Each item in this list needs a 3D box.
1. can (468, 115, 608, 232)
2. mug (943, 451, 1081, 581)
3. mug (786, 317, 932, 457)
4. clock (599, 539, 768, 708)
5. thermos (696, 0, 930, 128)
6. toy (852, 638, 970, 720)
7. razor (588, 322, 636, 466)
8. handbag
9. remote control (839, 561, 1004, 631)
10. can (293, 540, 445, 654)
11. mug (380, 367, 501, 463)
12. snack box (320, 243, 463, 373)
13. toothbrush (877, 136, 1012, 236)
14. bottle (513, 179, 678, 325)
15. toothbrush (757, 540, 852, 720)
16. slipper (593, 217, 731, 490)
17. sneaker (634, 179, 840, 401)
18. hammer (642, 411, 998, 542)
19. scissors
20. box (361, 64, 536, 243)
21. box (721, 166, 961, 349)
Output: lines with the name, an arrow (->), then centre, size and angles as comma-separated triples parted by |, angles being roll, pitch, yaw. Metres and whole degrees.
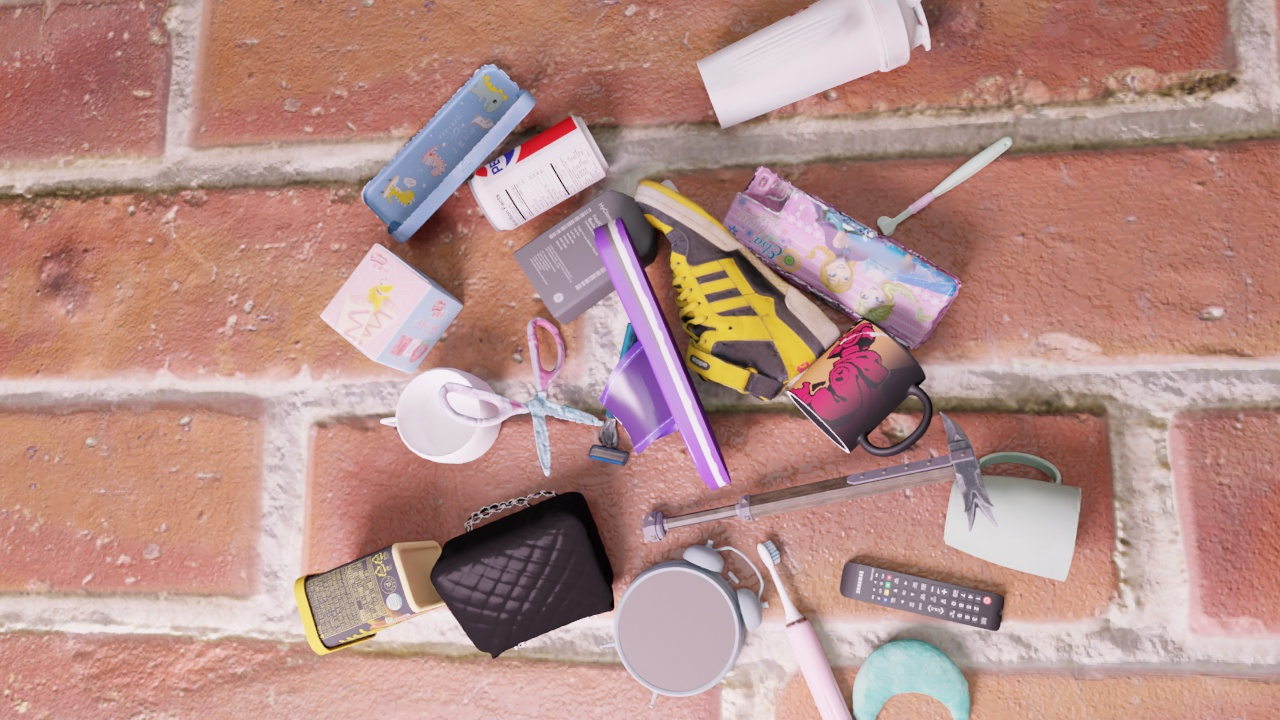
can -> -0.104, -0.191, 0.943 | 0.132, 0.070, 0.070 | -29, 78, 4
mug -> 0.334, 0.132, 0.823 | 0.104, 0.084, 0.111 | 10, 55, 23
mug -> 0.211, 0.034, 0.845 | 0.098, 0.082, 0.118 | -45, 59, 0
clock -> 0.046, 0.243, 0.866 | 0.159, 0.045, 0.122 | -43, 78, 2
thermos -> 0.169, -0.306, 0.905 | 0.221, 0.099, 0.099 | -21, 79, 10
toy -> 0.243, 0.295, 0.834 | 0.105, 0.033, 0.085 | -9, 94, 10
razor -> -0.022, 0.032, 0.923 | 0.042, 0.022, 0.143 | 16, 78, -26
handbag -> -0.106, 0.203, 0.890 | 0.154, 0.114, 0.125 | -24, 102, 2
remote control -> 0.260, 0.218, 0.849 | 0.147, 0.015, 0.033 | 11, 83, 11
can -> -0.248, 0.221, 0.875 | 0.101, 0.131, 0.072 | -22, 78, 3
mug -> -0.201, 0.057, 0.922 | 0.116, 0.068, 0.094 | -6, 80, 8
snack box -> -0.251, -0.051, 0.934 | 0.079, 0.093, 0.095 | 37, 89, 13
toothbrush -> 0.300, -0.172, 0.902 | 0.155, 0.015, 0.022 | -35, 108, 2
bottle -> -0.033, -0.120, 0.933 | 0.174, 0.046, 0.083 | -35, 78, 3
toothbrush -> 0.158, 0.273, 0.851 | 0.026, 0.027, 0.222 | -16, 77, -28
slipper -> -0.005, 0.005, 0.865 | 0.084, 0.107, 0.266 | -23, 92, 5
sneaker -> 0.064, -0.057, 0.874 | 0.238, 0.086, 0.122 | 39, 88, -1
hammer -> 0.151, 0.124, 0.854 | 0.317, 0.146, 0.028 | -14, 121, 16
scissors -> -0.116, 0.032, 0.899 | 0.176, 0.013, 0.170 | 4, 64, -29
box -> -0.200, -0.218, 0.976 | 0.209, 0.043, 0.125 | -46, 46, 1
box -> 0.189, -0.102, 0.881 | 0.230, 0.071, 0.084 | 33, 88, 12
